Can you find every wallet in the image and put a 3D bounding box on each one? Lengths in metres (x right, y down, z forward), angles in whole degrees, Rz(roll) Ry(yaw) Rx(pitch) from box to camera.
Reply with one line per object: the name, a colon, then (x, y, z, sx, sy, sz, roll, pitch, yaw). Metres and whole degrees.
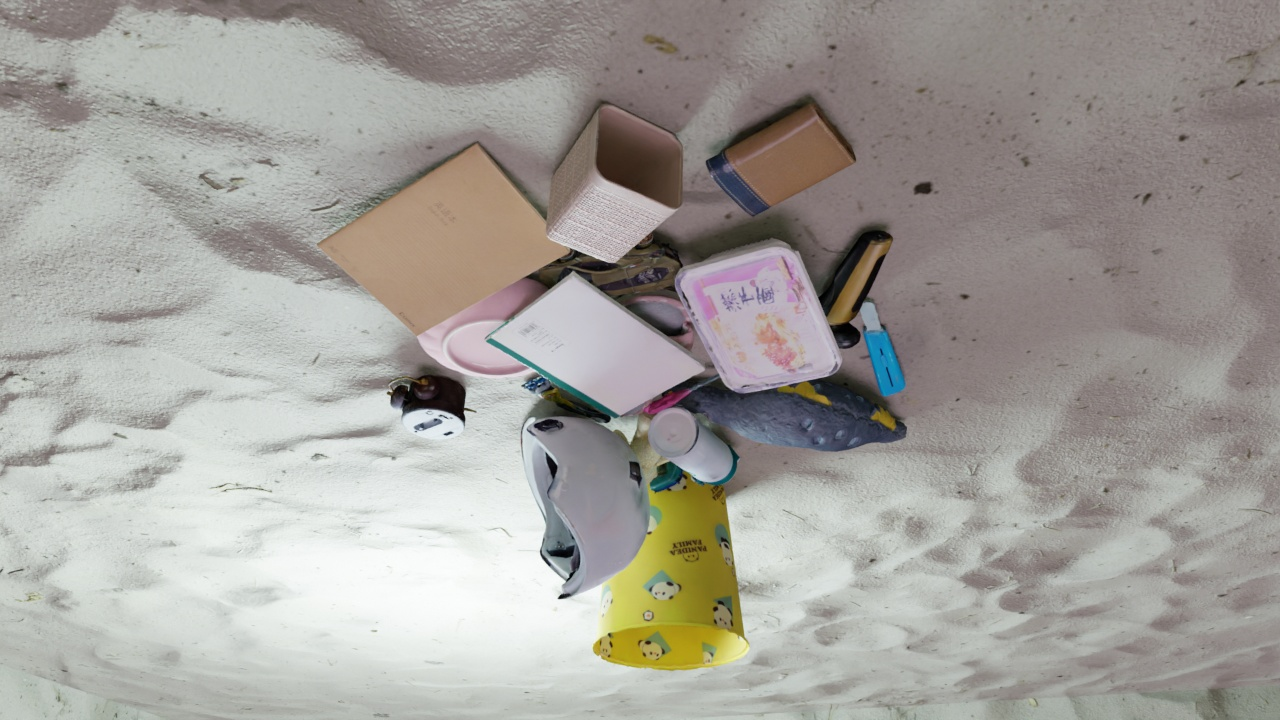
wallet: (0.130, -0.185, 0.850, 0.115, 0.033, 0.090, -24, 142, 30)

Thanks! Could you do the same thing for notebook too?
notebook: (-0.200, -0.116, 0.934, 0.212, 0.012, 0.149, -25, 130, 22)
notebook: (-0.050, -0.009, 1.043, 0.151, 0.012, 0.209, -31, 131, 33)

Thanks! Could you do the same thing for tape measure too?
tape measure: (0.036, 0.162, 1.351, 0.058, 0.054, 0.025, -29, 139, 34)

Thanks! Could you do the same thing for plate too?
plate: (-0.168, -0.028, 1.068, 0.192, 0.039, 0.193, -3, 148, -2)

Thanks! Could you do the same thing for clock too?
clock: (-0.276, 0.056, 1.196, 0.082, 0.055, 0.122, -20, 141, 29)

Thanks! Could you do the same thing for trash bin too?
trash bin: (0.043, 0.317, 1.404, 0.229, 0.254, 0.230, 0, 147, 0)

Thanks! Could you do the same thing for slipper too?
slipper: (-0.007, 0.007, 1.118, 0.114, 0.054, 0.275, 8, 147, -11)

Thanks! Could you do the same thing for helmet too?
helmet: (-0.069, 0.178, 1.234, 0.145, 0.258, 0.229, -10, 116, -15)

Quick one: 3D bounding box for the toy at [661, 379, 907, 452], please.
toy: (0.206, 0.069, 1.193, 0.356, 0.091, 0.138, 9, 173, -11)

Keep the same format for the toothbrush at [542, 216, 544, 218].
toothbrush: (-0.178, -0.113, 0.961, 0.181, 0.018, 0.015, -22, 139, 18)

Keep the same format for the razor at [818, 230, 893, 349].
razor: (0.230, -0.074, 0.995, 0.062, 0.067, 0.168, -33, 156, -34)

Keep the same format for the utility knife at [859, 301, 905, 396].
utility knife: (0.291, -0.015, 1.117, 0.034, 0.018, 0.203, -12, 143, 19)

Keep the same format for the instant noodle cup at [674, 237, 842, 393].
instant noodle cup: (0.129, -0.054, 0.982, 0.138, 0.060, 0.173, -13, 123, 26)

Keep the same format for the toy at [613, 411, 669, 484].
toy: (0.011, 0.121, 1.281, 0.105, 0.066, 0.158, 8, 136, -11)

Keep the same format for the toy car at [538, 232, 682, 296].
toy car: (-0.034, -0.095, 0.980, 0.158, 0.042, 0.070, -7, 145, 16)

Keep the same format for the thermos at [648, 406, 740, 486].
thermos: (0.077, 0.125, 1.248, 0.073, 0.073, 0.224, -12, 158, 17)

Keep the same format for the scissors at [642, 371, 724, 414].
scissors: (0.066, 0.035, 1.146, 0.135, 0.017, 0.064, -25, -179, -6)

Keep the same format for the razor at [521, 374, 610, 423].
razor: (-0.093, 0.059, 1.228, 0.043, 0.022, 0.142, -26, 139, 37)

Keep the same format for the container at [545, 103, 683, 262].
container: (-0.028, -0.156, 0.845, 0.089, 0.090, 0.111, 19, 146, -25)
